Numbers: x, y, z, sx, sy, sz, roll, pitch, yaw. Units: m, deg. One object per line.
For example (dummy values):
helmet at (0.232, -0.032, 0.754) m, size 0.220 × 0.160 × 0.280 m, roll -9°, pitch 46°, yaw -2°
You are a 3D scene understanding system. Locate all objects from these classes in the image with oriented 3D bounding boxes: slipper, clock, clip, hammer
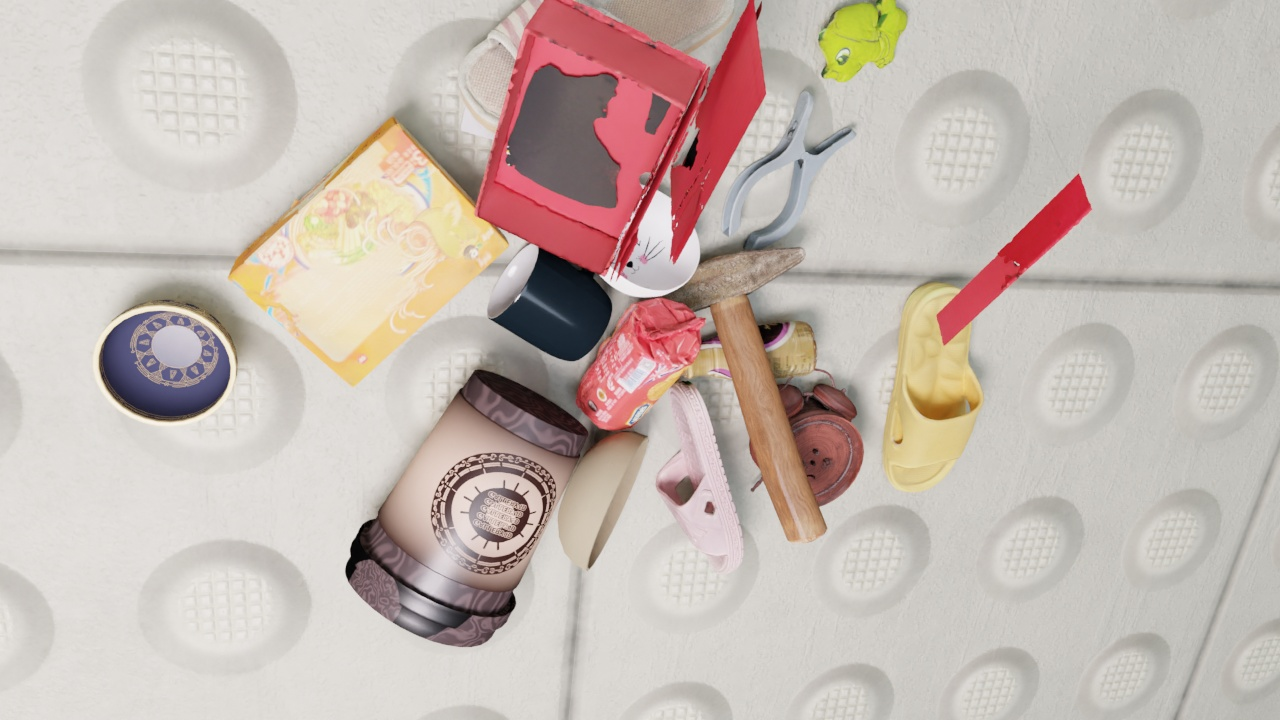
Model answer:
slipper at (0.055, 0.139, 1.000) m, size 0.064 × 0.094 × 0.239 m, roll -19°, pitch 113°, yaw -13°
clock at (0.183, 0.085, 1.028) m, size 0.120 × 0.072 × 0.158 m, roll 0°, pitch 112°, yaw -17°
slipper at (-0.037, -0.287, 0.805) m, size 0.262 × 0.052 × 0.115 m, roll -28°, pitch 82°, yaw -8°
slipper at (0.345, 0.042, 1.056) m, size 0.099 × 0.078 × 0.264 m, roll -9°, pitch 113°, yaw -15°
clip at (0.159, -0.178, 0.941) m, size 0.112 × 0.028 × 0.163 m, roll 29°, pitch 101°, yaw -26°
hammer at (0.128, 0.038, 0.926) m, size 0.158 × 0.037 × 0.300 m, roll -18°, pitch 88°, yaw 1°

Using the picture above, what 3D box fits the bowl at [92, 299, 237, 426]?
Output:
bowl at (-0.418, -0.004, 0.819) m, size 0.112 × 0.061 × 0.112 m, roll -6°, pitch 113°, yaw -14°

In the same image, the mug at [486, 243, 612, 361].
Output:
mug at (-0.078, -0.069, 0.891) m, size 0.094 × 0.085 × 0.121 m, roll 33°, pitch 70°, yaw -26°

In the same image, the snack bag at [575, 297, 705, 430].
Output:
snack bag at (-0.005, 0.005, 0.909) m, size 0.082 × 0.082 × 0.177 m, roll 13°, pitch 145°, yaw -21°

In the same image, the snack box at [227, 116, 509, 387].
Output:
snack box at (-0.241, -0.099, 0.823) m, size 0.195 × 0.080 × 0.145 m, roll -42°, pitch 117°, yaw 2°

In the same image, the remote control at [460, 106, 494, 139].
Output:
remote control at (-0.101, -0.214, 0.856) m, size 0.130 × 0.012 × 0.033 m, roll 12°, pitch 105°, yaw -20°

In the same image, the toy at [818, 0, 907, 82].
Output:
toy at (0.218, -0.315, 0.899) m, size 0.093 × 0.036 × 0.094 m, roll 11°, pitch 109°, yaw -28°

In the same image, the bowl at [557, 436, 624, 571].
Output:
bowl at (-0.045, 0.138, 0.954) m, size 0.050 × 0.152 × 0.152 m, roll 24°, pitch 105°, yaw 8°

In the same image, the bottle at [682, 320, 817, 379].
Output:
bottle at (0.100, -0.005, 0.976) m, size 0.166 × 0.059 × 0.060 m, roll -6°, pitch 113°, yaw -5°

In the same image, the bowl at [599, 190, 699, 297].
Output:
bowl at (-0.004, -0.108, 0.889) m, size 0.114 × 0.051 × 0.114 m, roll 11°, pitch 65°, yaw -23°

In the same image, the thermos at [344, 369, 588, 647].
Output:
thermos at (-0.162, 0.138, 0.901) m, size 0.172 × 0.173 × 0.226 m, roll 28°, pitch 95°, yaw -24°

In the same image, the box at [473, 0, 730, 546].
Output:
box at (-0.048, -0.078, 0.678) m, size 0.198 × 0.350 × 0.218 m, roll 22°, pitch 144°, yaw -7°
